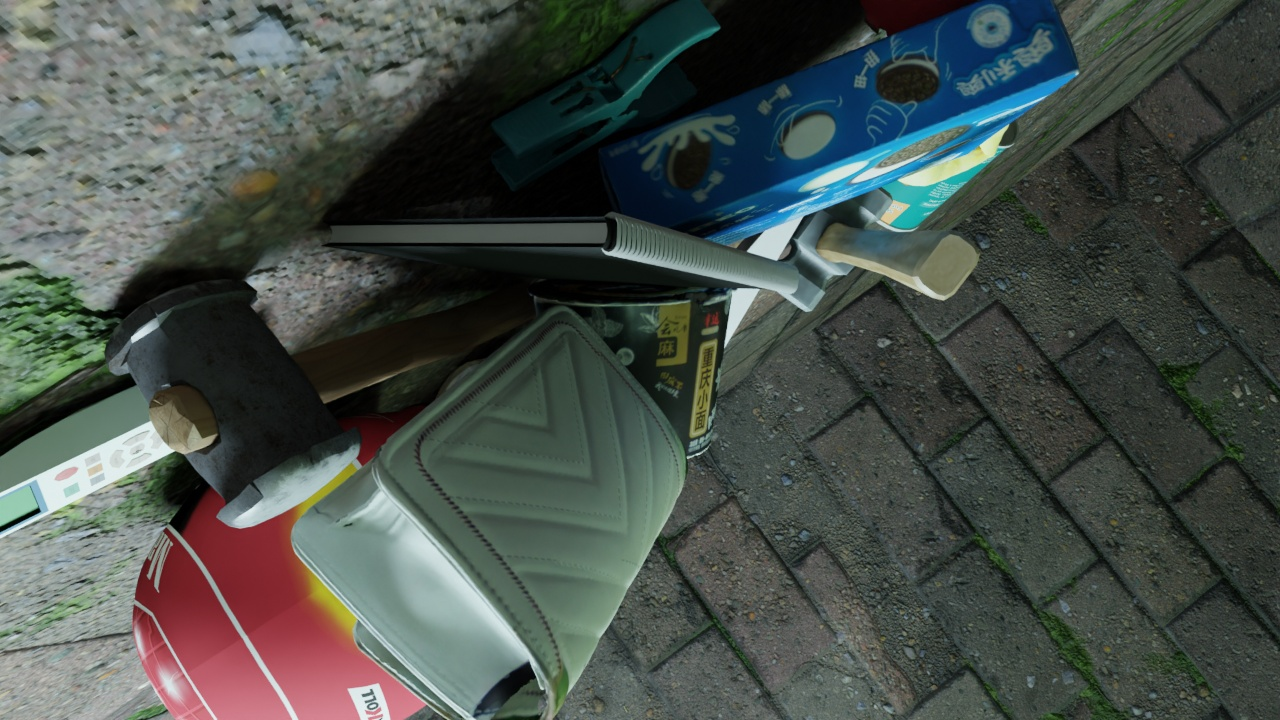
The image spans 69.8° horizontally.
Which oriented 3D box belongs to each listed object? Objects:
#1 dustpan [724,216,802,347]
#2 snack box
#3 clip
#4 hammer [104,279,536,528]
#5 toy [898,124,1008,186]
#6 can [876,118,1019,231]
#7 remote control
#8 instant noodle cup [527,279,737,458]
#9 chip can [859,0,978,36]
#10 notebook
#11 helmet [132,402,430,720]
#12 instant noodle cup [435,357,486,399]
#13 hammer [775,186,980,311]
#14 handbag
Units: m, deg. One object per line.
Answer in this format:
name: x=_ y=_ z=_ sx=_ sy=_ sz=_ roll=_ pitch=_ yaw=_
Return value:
dustpan: x=0.076 y=-0.074 z=0.825 sx=0.258 sy=0.053 sz=0.191 roll=-61 pitch=178 yaw=21
snack box: x=0.101 y=-0.123 z=0.544 sx=0.239 sy=0.056 sz=0.195 roll=-20 pitch=180 yaw=5
clip: x=-0.015 y=-0.126 z=0.468 sx=0.130 sy=0.031 sz=0.121 roll=-37 pitch=176 yaw=4
hammer: x=-0.126 y=-0.008 z=0.496 sx=0.052 sy=0.098 sz=0.327 roll=-38 pitch=178 yaw=22
toy: x=0.267 y=-0.225 z=0.819 sx=0.154 sy=0.064 sz=0.171 roll=-2 pitch=145 yaw=-11
can: x=0.302 y=-0.216 z=0.956 sx=0.099 sy=0.099 sz=0.144 roll=-29 pitch=169 yaw=-38
remote control: x=-0.242 y=0.034 z=0.424 sx=0.143 sy=0.024 sz=0.050 roll=-32 pitch=170 yaw=-35
instant noodle cup: x=-0.004 y=0.004 z=0.610 sx=0.137 sy=0.112 sz=0.137 roll=-2 pitch=-168 yaw=0
chip can: x=0.192 y=-0.254 z=0.434 sx=0.073 sy=0.073 sz=0.234 roll=-30 pitch=170 yaw=-35
notebook: x=-0.025 y=-0.050 z=0.456 sx=0.149 sy=0.016 sz=0.206 roll=4 pitch=-178 yaw=29
helmet: x=-0.207 y=0.149 z=0.606 sx=0.224 sy=0.197 sz=0.272 roll=-32 pitch=178 yaw=-30
instant noodle cup: x=-0.100 y=0.068 z=0.733 sx=0.077 sy=0.178 sz=0.179 roll=2 pitch=144 yaw=-50
hammer: x=0.159 y=-0.078 z=0.643 sx=0.117 sy=0.051 sz=0.322 roll=-54 pitch=-173 yaw=8
handbag: x=-0.061 y=0.074 z=0.470 sx=0.096 sy=0.142 sz=0.198 roll=-36 pitch=-174 yaw=29
